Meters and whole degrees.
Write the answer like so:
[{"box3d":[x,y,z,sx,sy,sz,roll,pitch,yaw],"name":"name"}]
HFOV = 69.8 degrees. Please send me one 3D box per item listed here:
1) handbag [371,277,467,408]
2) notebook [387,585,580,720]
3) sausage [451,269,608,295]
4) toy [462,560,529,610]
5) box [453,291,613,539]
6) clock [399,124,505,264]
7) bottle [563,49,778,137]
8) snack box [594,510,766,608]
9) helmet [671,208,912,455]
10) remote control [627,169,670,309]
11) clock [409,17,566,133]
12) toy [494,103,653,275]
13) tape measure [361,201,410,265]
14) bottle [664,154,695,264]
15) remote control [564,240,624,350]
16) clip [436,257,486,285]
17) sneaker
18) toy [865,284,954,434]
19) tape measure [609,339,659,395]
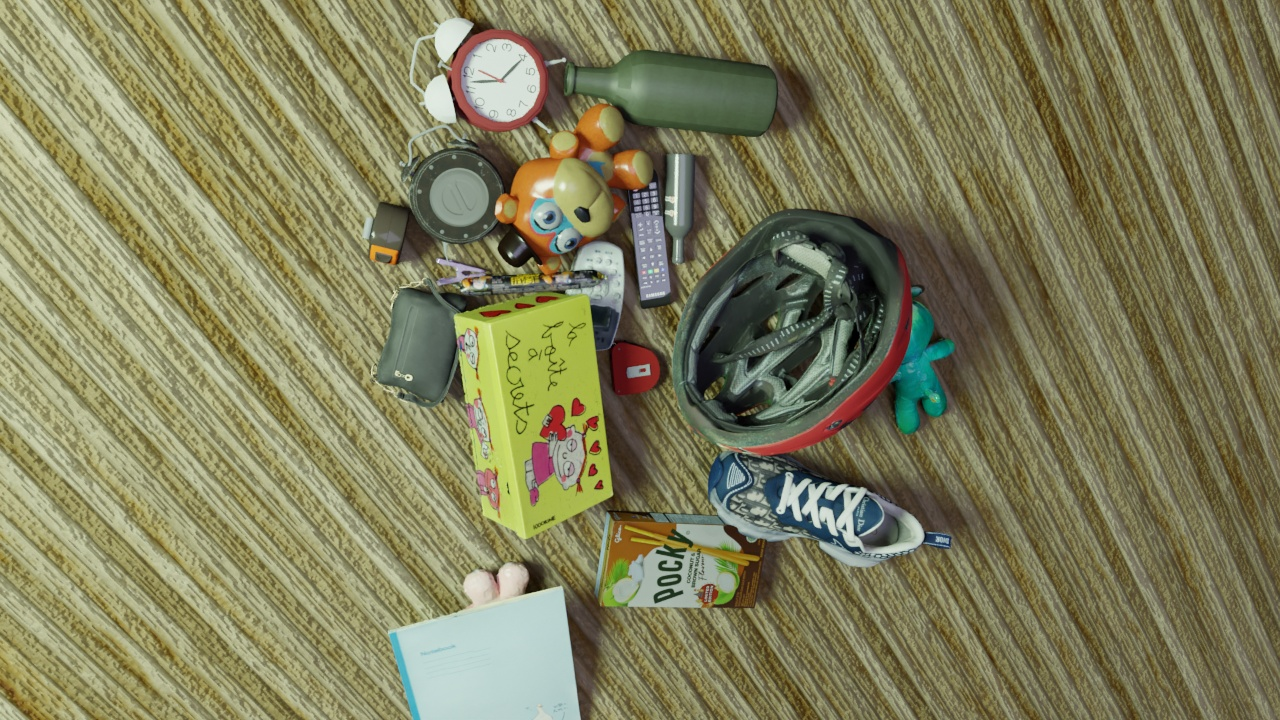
[{"box3d":[-0.218,-0.018,0.906,0.079,0.054,0.128,13,101,-14],"name":"handbag"},{"box3d":[-0.159,0.358,0.994,0.181,0.009,0.254,-12,123,-12],"name":"notebook"},{"box3d":[-0.109,-0.077,0.915,0.155,0.020,0.020,-4,104,-5],"name":"sausage"},{"box3d":[-0.152,0.270,0.992,0.108,0.053,0.105,-7,101,-14],"name":"toy"},{"box3d":[-0.104,0.048,0.912,0.124,0.080,0.221,-18,113,-40],"name":"box"},{"box3d":[-0.179,-0.164,0.885,0.091,0.044,0.123,-27,109,-9],"name":"clock"},{"box3d":[0.029,-0.265,0.904,0.206,0.071,0.071,2,102,-16],"name":"bottle"},{"box3d":[0.048,0.228,1.047,0.186,0.031,0.101,5,101,-16],"name":"snack box"},{"box3d":[0.155,-0.021,0.933,0.272,0.217,0.167,-48,147,3],"name":"helmet"},{"box3d":[0.008,-0.126,0.961,0.033,0.015,0.147,-10,105,-13],"name":"remote control"},{"box3d":[-0.146,-0.266,0.868,0.137,0.048,0.096,10,100,-18],"name":"clock"},{"box3d":[-0.070,-0.160,0.889,0.176,0.096,0.112,-42,131,1],"name":"toy"},{"box3d":[-0.243,-0.120,0.872,0.038,0.059,0.058,13,96,-16],"name":"tape measure"},{"box3d":[0.041,-0.157,0.954,0.030,0.030,0.113,-3,104,-15],"name":"bottle"},{"box3d":[-0.048,-0.068,0.952,0.060,0.028,0.114,8,101,-16],"name":"remote control"},{"box3d":[-0.184,-0.093,0.919,0.051,0.014,0.045,-26,106,-5],"name":"clip"},{"box3d":[0.206,0.161,1.007,0.269,0.133,0.103,23,73,-21],"name":"sneaker"},{"box3d":[0.307,0.000,1.047,0.130,0.072,0.193,-29,118,-7],"name":"toy"},{"box3d":[-0.006,0.006,0.986,0.051,0.019,0.059,-8,105,-13],"name":"tape measure"}]
